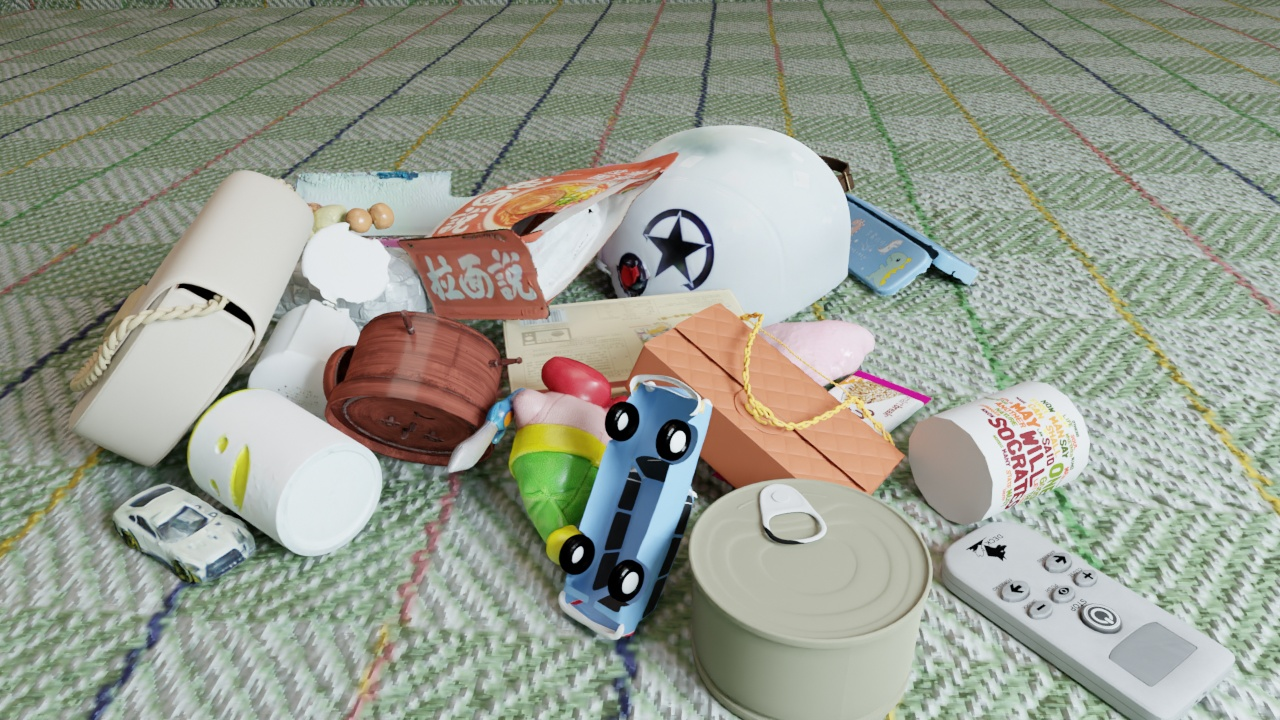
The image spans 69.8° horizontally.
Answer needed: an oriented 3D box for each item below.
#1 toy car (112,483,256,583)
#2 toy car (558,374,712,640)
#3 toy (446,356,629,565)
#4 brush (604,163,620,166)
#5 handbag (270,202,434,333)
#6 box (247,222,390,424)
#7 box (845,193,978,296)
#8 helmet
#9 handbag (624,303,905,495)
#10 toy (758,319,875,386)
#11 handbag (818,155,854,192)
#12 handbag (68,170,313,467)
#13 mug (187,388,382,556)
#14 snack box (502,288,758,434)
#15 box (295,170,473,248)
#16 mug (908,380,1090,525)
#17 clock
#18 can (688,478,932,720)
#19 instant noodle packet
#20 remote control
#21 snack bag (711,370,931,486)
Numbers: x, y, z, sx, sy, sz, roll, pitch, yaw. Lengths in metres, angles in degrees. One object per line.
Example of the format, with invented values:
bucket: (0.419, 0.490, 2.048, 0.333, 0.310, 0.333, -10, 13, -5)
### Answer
toy car: (-0.304, 0.111, 0.609, 0.105, 0.033, 0.047, 18, 34, 28)
toy car: (0.000, 0.085, 0.545, 0.056, 0.153, 0.054, 17, -3, 43)
toy: (-0.051, 0.065, 0.611, 0.097, 0.124, 0.131, -1, 51, 51)
brush: (-0.093, -0.138, 0.932, 0.089, 0.043, 0.228, 13, 55, 42)
handbag: (-0.274, -0.088, 0.863, 0.172, 0.123, 0.112, 9, 17, 15)
box: (-0.256, -0.027, 0.743, 0.083, 0.144, 0.136, 15, 24, -17)
box: (0.260, -0.132, 0.985, 0.120, 0.049, 0.209, -9, 29, -15)
helmet: (0.078, -0.151, 0.915, 0.264, 0.164, 0.235, 22, 36, 36)
handbag: (0.092, 0.033, 0.633, 0.172, 0.060, 0.108, 41, 43, 17)
toy: (0.141, -0.004, 0.764, 0.102, 0.050, 0.093, -2, 29, 18)
handbag: (0.178, -0.210, 1.078, 0.138, 0.063, 0.166, -21, 22, -7)
handbag: (-0.333, -0.026, 0.695, 0.103, 0.209, 0.210, 35, 32, -27)
mug: (-0.239, 0.073, 0.619, 0.106, 0.083, 0.082, 21, 37, 32)
snack box: (-0.004, 0.004, 0.754, 0.207, 0.055, 0.153, -6, 30, -8)
box: (-0.277, -0.134, 1.001, 0.230, 0.066, 0.158, 0, 54, 3)
mug: (0.236, 0.060, 0.636, 0.089, 0.073, 0.105, -16, 12, -24)
clock: (-0.164, 0.024, 0.664, 0.120, 0.158, 0.072, 24, 59, -26)
can: (0.090, 0.133, 0.508, 0.128, 0.073, 0.127, -1, 30, 1)
instant noodle packet: (-0.081, -0.128, 0.831, 0.165, 0.084, 0.220, 2, 35, 44)
remote control: (0.251, 0.145, 0.533, 0.074, 0.019, 0.151, -20, 35, -29)
snack bag: (0.143, 0.056, 0.697, 0.070, 0.016, 0.196, 26, 40, 36)
